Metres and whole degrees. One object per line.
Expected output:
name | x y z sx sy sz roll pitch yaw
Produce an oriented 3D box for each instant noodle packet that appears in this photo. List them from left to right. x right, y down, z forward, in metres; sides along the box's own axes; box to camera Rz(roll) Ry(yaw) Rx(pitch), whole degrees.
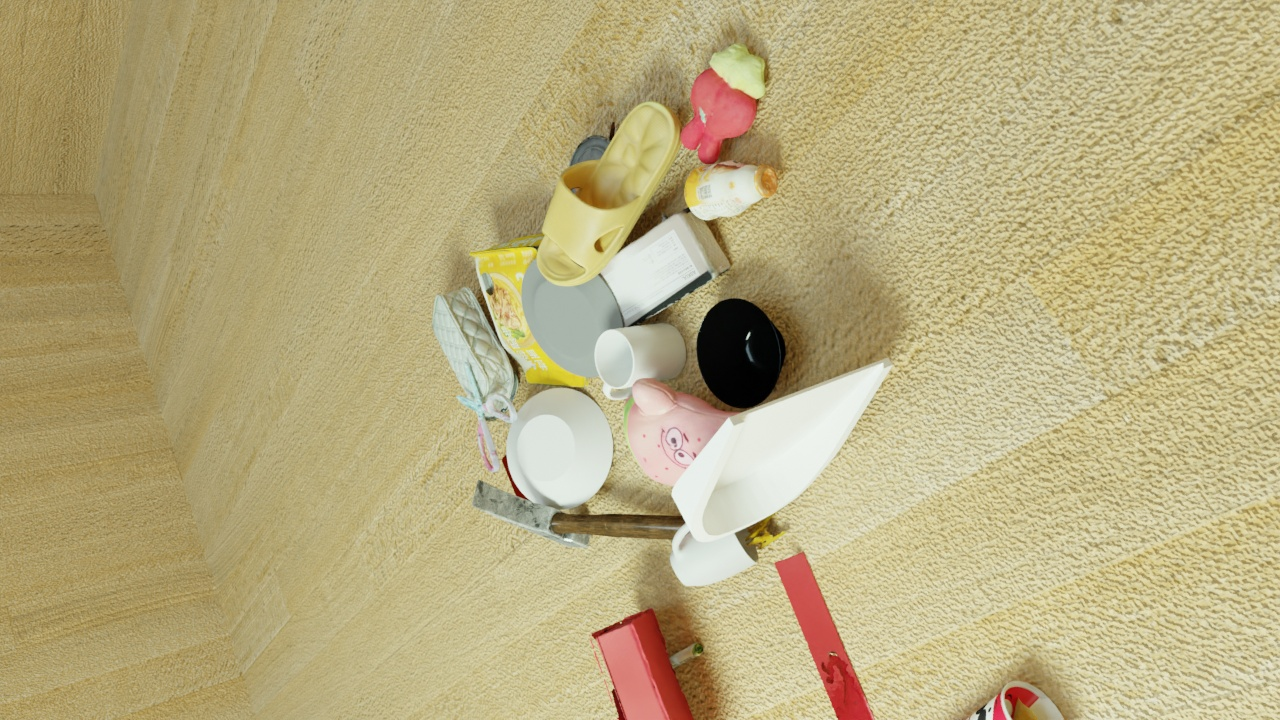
instant noodle packet | -0.150 -0.067 1.329 0.163 0.084 0.222 0 108 49

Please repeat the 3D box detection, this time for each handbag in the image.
handbag | -0.260 -0.013 1.448 0.194 0.072 0.139 59 151 22

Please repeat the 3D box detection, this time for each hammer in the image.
hammer | -0.047 0.205 1.195 0.301 0.217 0.037 -5 64 36

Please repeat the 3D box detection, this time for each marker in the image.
marker | 0.038 0.412 1.245 0.147 0.017 0.017 -43 66 42

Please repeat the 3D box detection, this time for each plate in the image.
plate | -0.125 0.124 1.300 0.174 0.036 0.174 -3 83 24
plate | -0.096 -0.057 1.220 0.178 0.012 0.179 21 126 31

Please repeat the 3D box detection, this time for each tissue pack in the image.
tissue pack | 0.025 -0.118 1.135 0.182 0.071 0.104 -31 90 49

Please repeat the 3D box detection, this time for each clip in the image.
clip | 0.144 0.204 1.076 0.048 0.046 0.054 33 133 -15

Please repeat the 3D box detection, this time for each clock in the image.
clock | -0.043 -0.225 1.186 0.104 0.056 0.147 -38 67 41

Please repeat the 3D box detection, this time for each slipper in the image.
slipper | -0.050 -0.198 1.108 0.099 0.078 0.264 48 112 25

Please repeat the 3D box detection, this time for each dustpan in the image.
dustpan | 0.135 0.109 0.945 0.053 0.191 0.258 62 152 20

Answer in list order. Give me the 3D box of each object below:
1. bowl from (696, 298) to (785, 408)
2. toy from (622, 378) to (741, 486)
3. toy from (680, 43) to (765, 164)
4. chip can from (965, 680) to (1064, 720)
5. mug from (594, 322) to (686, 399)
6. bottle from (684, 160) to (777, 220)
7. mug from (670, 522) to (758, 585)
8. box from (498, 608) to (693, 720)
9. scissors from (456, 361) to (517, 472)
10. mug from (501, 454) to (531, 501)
bowl | 0.127 -0.011 1.043 0.124 0.052 0.124 11 105 46
toy | 0.055 0.094 1.100 0.237 0.096 0.192 -9 117 54
toy | 0.093 -0.287 1.034 0.091 0.045 0.135 44 123 29
chip can | 0.316 0.402 0.901 0.069 0.069 0.221 52 131 28
mug | -0.007 0.007 1.163 0.074 0.090 0.111 50 130 30
bottle | 0.102 -0.194 1.028 0.109 0.063 0.063 -1 96 47
mug | 0.075 0.219 1.081 0.089 0.107 0.071 -31 42 14
box | -0.059 0.474 1.231 0.376 0.147 0.213 -32 75 41
scissors | -0.226 0.080 1.356 0.176 0.013 0.170 -19 86 54
mug | -0.148 0.164 1.363 0.106 0.073 0.082 -37 70 35
